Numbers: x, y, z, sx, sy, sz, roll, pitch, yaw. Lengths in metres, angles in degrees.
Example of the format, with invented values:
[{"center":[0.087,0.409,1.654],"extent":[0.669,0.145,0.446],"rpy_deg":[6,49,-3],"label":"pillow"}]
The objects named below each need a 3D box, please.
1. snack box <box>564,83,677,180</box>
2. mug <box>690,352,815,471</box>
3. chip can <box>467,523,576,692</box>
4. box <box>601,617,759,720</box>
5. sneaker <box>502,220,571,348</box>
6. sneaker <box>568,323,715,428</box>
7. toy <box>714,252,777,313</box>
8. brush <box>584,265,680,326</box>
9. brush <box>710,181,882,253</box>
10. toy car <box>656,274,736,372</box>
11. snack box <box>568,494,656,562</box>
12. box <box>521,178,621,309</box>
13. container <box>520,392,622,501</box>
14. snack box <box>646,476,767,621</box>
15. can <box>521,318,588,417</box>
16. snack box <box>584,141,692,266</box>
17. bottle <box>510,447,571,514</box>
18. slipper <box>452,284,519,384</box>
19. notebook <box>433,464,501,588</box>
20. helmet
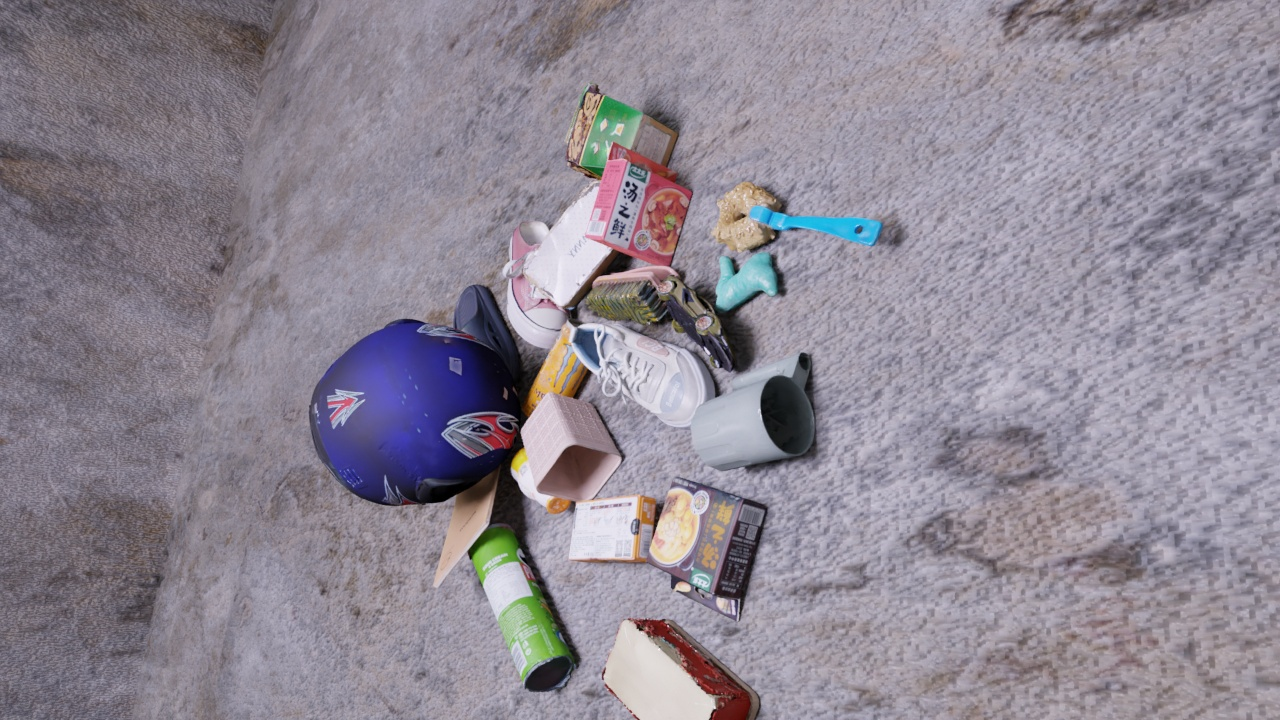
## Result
[{"center":[-0.019,-0.292,1.234],"extent":[0.106,0.118,0.117],"rpy_deg":[24,97,39],"label":"snack box"},{"center":[0.122,0.053,0.965],"extent":[0.104,0.083,0.123],"rpy_deg":[-23,34,46],"label":"mug"},{"center":[-0.160,0.320,1.204],"extent":[0.072,0.072,0.236],"rpy_deg":[-57,41,19],"label":"chip can"},{"center":[0.032,0.342,0.958],"extent":[0.168,0.080,0.091],"rpy_deg":[27,99,51],"label":"box"},{"center":[-0.144,-0.127,1.322],"extent":[0.088,0.118,0.240],"rpy_deg":[115,152,-46],"label":"sneaker"},{"center":[-0.007,0.007,1.116],"extent":[0.242,0.090,0.089],"rpy_deg":[32,103,50],"label":"sneaker"},{"center":[0.116,-0.093,1.053],"extent":[0.092,0.030,0.096],"rpy_deg":[-35,46,35],"label":"toy"},{"center":[-0.012,-0.088,1.186],"extent":[0.146,0.063,0.073],"rpy_deg":[4,51,53],"label":"brush"},{"center":[0.163,-0.150,0.995],"extent":[0.255,0.045,0.083],"rpy_deg":[22,89,57],"label":"brush"},{"center":[0.069,-0.043,1.065],"extent":[0.042,0.070,0.158],"rpy_deg":[-33,44,-6],"label":"toy car"},{"center":[-0.036,0.206,1.114],"extent":[0.154,0.026,0.075],"rpy_deg":[-18,60,55],"label":"snack box"},{"center":[-0.081,-0.149,1.232],"extent":[0.090,0.059,0.184],"rpy_deg":[43,100,5],"label":"box"},{"center":[-0.095,0.109,1.190],"extent":[0.090,0.090,0.111],"rpy_deg":[-54,39,23],"label":"container"},{"center":[0.070,0.201,0.993],"extent":[0.113,0.053,0.125],"rpy_deg":[11,80,51],"label":"snack box"},{"center":[-0.108,0.018,1.259],"extent":[0.058,0.058,0.146],"rpy_deg":[46,113,48],"label":"can"},{"center":[0.002,-0.196,1.159],"extent":[0.044,0.113,0.127],"rpy_deg":[16,89,53],"label":"snack box"},{"center":[-0.130,0.161,1.231],"extent":[0.063,0.063,0.108],"rpy_deg":[-61,40,15],"label":"bottle"},{"center":[-0.269,-0.026,1.452],"extent":[0.111,0.083,0.268],"rpy_deg":[-53,42,27],"label":"slipper"},{"center":[-0.243,0.211,1.327],"extent":[0.148,0.008,0.207],"rpy_deg":[-51,19,25],"label":"notebook"},{"center":[-0.284,0.075,1.273],"extent":[0.241,0.315,0.247],"rpy_deg":[-20,73,10],"label":"helmet"}]
